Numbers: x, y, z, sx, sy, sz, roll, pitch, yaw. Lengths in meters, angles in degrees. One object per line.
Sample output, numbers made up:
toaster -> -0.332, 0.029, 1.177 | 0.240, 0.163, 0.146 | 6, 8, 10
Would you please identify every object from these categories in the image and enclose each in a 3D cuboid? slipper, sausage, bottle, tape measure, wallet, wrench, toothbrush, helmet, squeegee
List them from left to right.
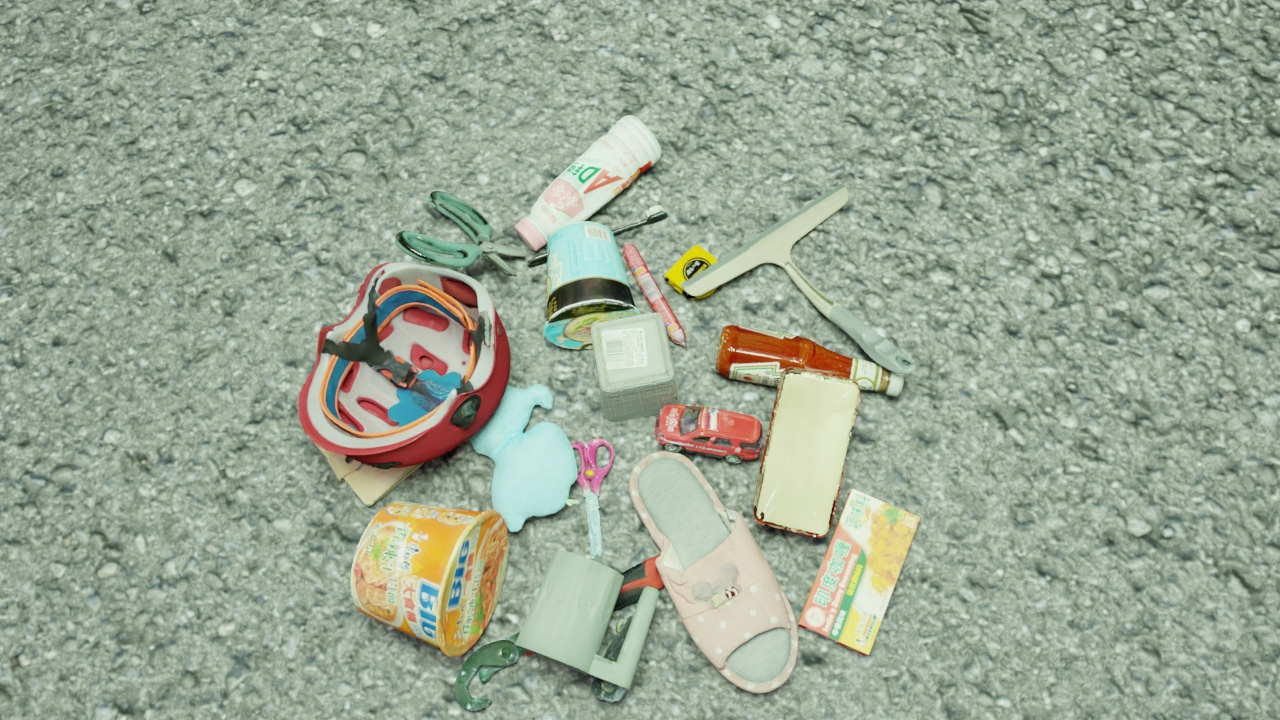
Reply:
wallet -> -0.314, 0.102, 1.048 | 0.087, 0.024, 0.115 | -40, 76, -14
helmet -> -0.241, 0.024, 0.996 | 0.207, 0.144, 0.239 | 19, 65, 25
wrench -> -0.079, 0.282, 0.979 | 0.273, 0.016, 0.056 | -31, 73, -6
bottle -> -0.066, -0.210, 1.106 | 0.197, 0.068, 0.068 | -41, 75, -5
toothbrush -> -0.053, -0.150, 1.111 | 0.181, 0.016, 0.018 | -22, 67, -4
sausage -> 0.015, -0.078, 1.082 | 0.020, 0.020, 0.155 | -27, 73, -5
tape measure -> 0.066, -0.100, 1.080 | 0.057, 0.029, 0.060 | 41, 79, 15
slipper -> 0.075, 0.213, 0.961 | 0.114, 0.054, 0.274 | -24, 70, -15
bottle -> 0.188, 0.006, 1.025 | 0.206, 0.060, 0.059 | 11, 74, 7
squeegee -> 0.218, -0.062, 1.038 | 0.246, 0.039, 0.246 | -33, 61, -16

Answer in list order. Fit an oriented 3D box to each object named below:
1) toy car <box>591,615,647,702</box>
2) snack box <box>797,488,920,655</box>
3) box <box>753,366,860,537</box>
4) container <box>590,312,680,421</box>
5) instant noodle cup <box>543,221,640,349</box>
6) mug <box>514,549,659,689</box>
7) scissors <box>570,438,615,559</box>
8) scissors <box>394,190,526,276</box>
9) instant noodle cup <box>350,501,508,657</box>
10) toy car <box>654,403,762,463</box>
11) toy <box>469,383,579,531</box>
toy car -> -0.019, 0.310, 0.954 | 0.034, 0.043, 0.090 | 31, 79, -16
snack box -> 0.231, 0.222, 0.971 | 0.077, 0.027, 0.155 | 22, 76, 11
box -> 0.175, 0.095, 0.960 | 0.091, 0.079, 0.168 | 12, 94, 7
container -> -0.006, 0.006, 1.007 | 0.090, 0.114, 0.090 | -11, 73, 0
instant noodle cup -> -0.062, -0.089, 1.053 | 0.111, 0.111, 0.120 | -11, 64, 0
mug -> -0.052, 0.261, 0.930 | 0.124, 0.084, 0.103 | 16, 69, 13
scissors -> -0.058, 0.154, 1.019 | 0.063, 0.017, 0.135 | -3, 76, 3
scissors -> -0.221, -0.151, 1.067 | 0.170, 0.173, 0.019 | 49, 124, 34
instant noodle cup -> -0.218, 0.216, 0.947 | 0.111, 0.151, 0.151 | 11, 74, 16
toy car -> 0.076, 0.076, 1.007 | 0.120, 0.045, 0.052 | 8, 54, -2
toy -> -0.127, 0.106, 1.019 | 0.156, 0.050, 0.161 | 23, 73, 21
